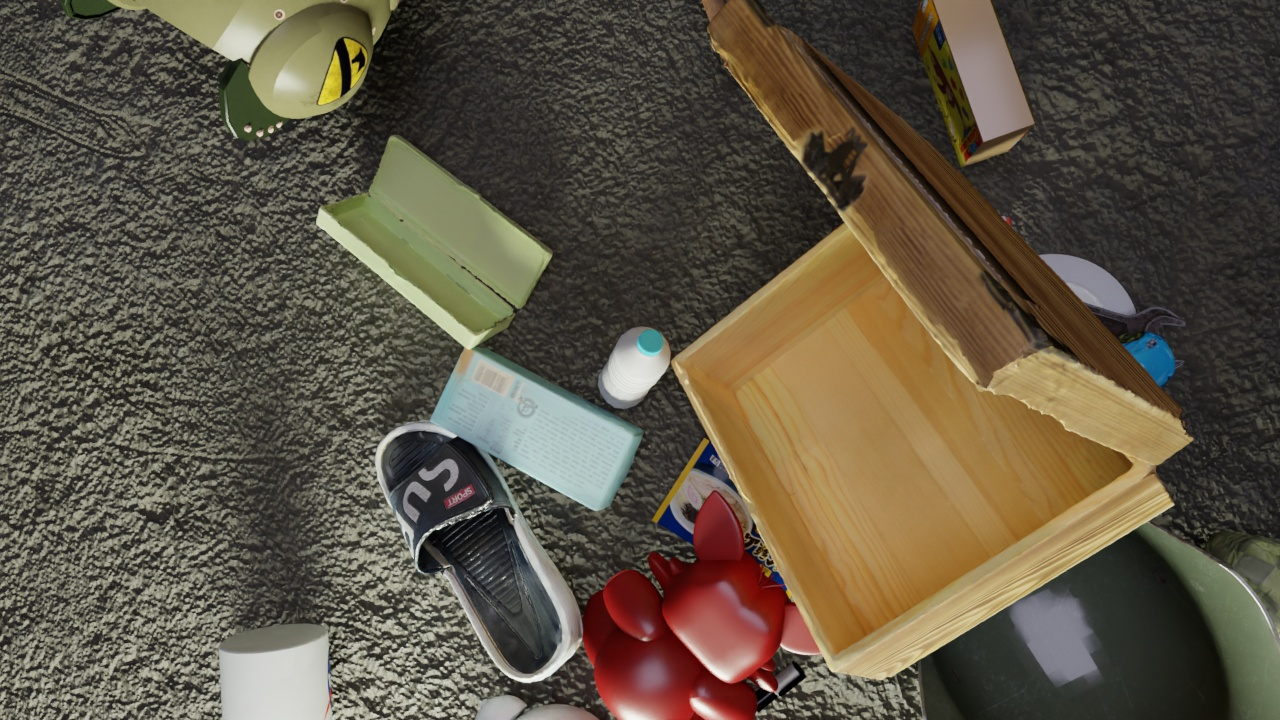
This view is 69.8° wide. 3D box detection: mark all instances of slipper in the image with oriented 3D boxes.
[{"bbox_3d":[-0.150,0.155,0.789,0.111,0.063,0.263,-41,73,13],"label":"slipper"}]

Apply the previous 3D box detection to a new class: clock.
[{"bbox_3d":[-0.075,0.365,0.798,0.161,0.072,0.125,15,92,17],"label":"clock"}]

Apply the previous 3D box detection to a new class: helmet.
[{"bbox_3d":[0.314,0.206,0.680,0.227,0.153,0.267,-32,81,12],"label":"helmet"},{"bbox_3d":[-0.301,-0.315,0.728,0.250,0.255,0.233,35,99,7],"label":"helmet"}]

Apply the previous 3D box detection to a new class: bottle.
[{"bbox_3d":[-0.004,0.004,0.747,0.044,0.136,0.044,3,73,-10],"label":"bottle"}]

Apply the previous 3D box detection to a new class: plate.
[{"bbox_3d":[0.337,-0.020,0.750,0.135,0.011,0.134,0,90,10],"label":"plate"}]

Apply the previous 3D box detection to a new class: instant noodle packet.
[{"bbox_3d":[0.088,0.139,0.785,0.134,0.026,0.087,33,100,8],"label":"instant noodle packet"}]

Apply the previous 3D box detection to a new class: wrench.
[{"bbox_3d":[0.302,-0.051,0.743,0.273,0.010,0.070,19,94,9],"label":"wrench"}]

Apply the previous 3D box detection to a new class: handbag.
[{"bbox_3d":[0.514,0.180,0.670,0.186,0.113,0.117,39,89,8],"label":"handbag"}]

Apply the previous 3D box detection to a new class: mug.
[{"bbox_3d":[-0.338,0.294,0.834,0.121,0.090,0.090,-4,89,43],"label":"mug"}]

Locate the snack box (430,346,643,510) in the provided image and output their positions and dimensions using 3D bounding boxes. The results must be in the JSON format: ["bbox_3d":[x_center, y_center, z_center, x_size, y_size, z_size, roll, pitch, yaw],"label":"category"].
[{"bbox_3d":[-0.090,0.057,0.804,0.175,0.053,0.075,27,94,10],"label":"snack box"}]

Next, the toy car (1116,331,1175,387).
[{"bbox_3d":[0.364,0.018,0.717,0.105,0.032,0.048,-33,99,20],"label":"toy car"}]

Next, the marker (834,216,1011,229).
[{"bbox_3d":[0.235,-0.111,0.768,0.142,0.012,0.013,-3,89,10],"label":"marker"}]

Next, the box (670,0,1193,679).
[{"bbox_3d":[0.140,-0.011,0.560,0.287,0.336,0.279,-38,51,16],"label":"box"}]

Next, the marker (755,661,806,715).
[{"bbox_3d":[0.083,0.309,0.791,0.140,0.016,0.016,-42,83,7],"label":"marker"}]

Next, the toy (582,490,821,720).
[{"bbox_3d":[0.050,0.217,0.738,0.158,0.120,0.198,47,114,9],"label":"toy"}]

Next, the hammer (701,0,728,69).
[{"bbox_3d":[0.027,-0.387,0.769,0.163,0.083,0.317,-21,86,9],"label":"hammer"}]

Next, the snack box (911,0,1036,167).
[{"bbox_3d":[0.260,-0.227,0.725,0.040,0.088,0.126,-19,87,9],"label":"snack box"}]

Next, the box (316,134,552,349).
[{"bbox_3d":[-0.185,-0.104,0.805,0.188,0.082,0.098,36,122,9],"label":"box"}]
